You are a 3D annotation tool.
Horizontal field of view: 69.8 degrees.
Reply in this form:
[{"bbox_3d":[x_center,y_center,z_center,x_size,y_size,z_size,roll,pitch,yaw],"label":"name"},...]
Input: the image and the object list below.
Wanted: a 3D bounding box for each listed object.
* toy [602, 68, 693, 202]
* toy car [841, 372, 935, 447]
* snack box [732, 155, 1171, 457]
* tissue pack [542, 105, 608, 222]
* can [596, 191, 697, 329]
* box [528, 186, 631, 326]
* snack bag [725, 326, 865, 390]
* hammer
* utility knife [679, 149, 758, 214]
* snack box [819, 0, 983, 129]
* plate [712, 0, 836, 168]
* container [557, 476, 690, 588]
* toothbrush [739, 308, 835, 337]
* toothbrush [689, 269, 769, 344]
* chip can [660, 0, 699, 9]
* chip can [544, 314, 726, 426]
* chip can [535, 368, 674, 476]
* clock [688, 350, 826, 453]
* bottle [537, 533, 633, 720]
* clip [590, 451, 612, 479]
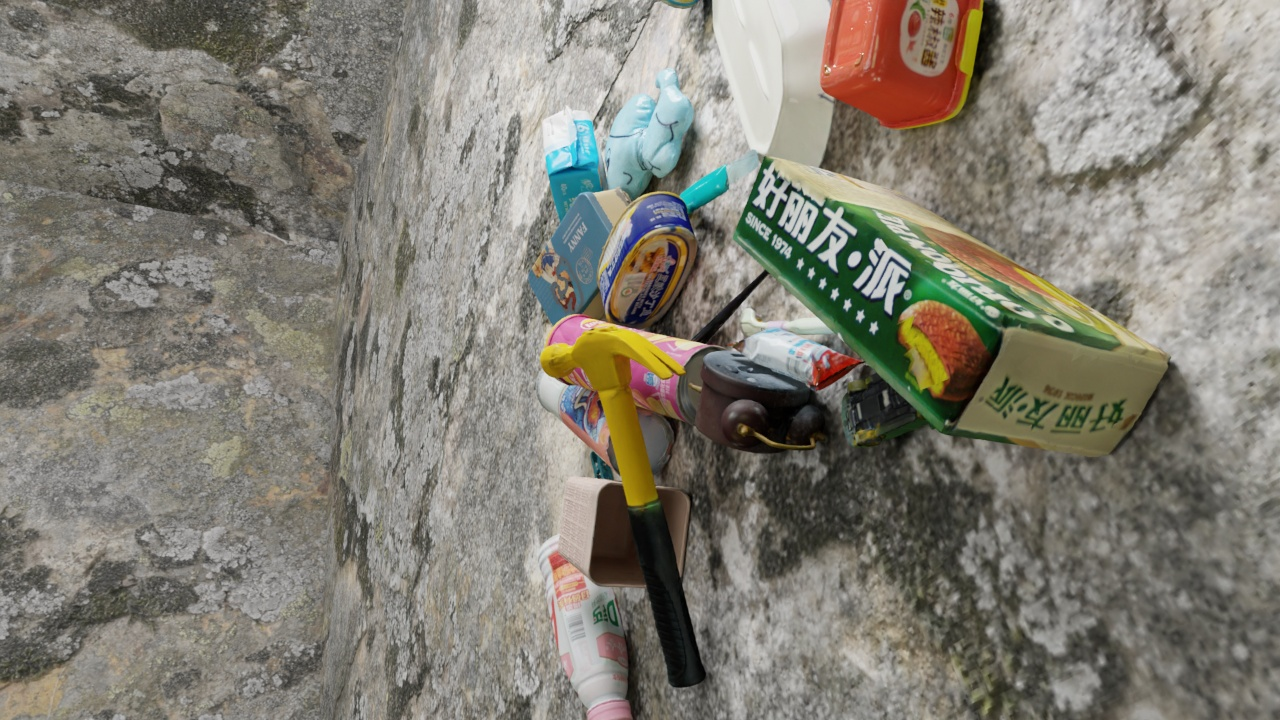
[{"bbox_3d":[0.001,-0.229,0.959,0.156,0.049,0.162,51,132,53],"label":"toy"},{"bbox_3d":[0.161,0.025,0.567,0.091,0.036,0.043,140,134,-55],"label":"toy car"},{"bbox_3d":[0.155,-0.041,0.512,0.063,0.114,0.240,-69,29,23],"label":"snack box"},{"bbox_3d":[-0.070,-0.209,1.043,0.140,0.063,0.089,80,180,-58],"label":"tissue pack"},{"bbox_3d":[0.004,-0.092,0.879,0.148,0.074,0.049,118,147,-47],"label":"can"},{"bbox_3d":[-0.052,-0.110,0.993,0.089,0.061,0.185,58,143,15],"label":"box"},{"bbox_3d":[0.110,-0.004,0.654,0.104,0.048,0.026,30,132,50],"label":"snack bag"},{"bbox_3d":[0.003,0.118,0.749,0.129,0.032,0.300,-12,93,41],"label":"hammer"},{"bbox_3d":[0.065,-0.152,0.806,0.216,0.013,0.029,176,94,-76],"label":"utility knife"},{"bbox_3d":[0.162,-0.202,0.585,0.082,0.080,0.091,12,93,65],"label":"snack box"},{"bbox_3d":[0.097,-0.258,0.726,0.162,0.034,0.265,100,163,-58],"label":"plate"},{"bbox_3d":[-0.021,0.154,0.848,0.111,0.089,0.090,178,99,-68],"label":"container"},{"bbox_3d":[0.130,-0.027,0.669,0.190,0.020,0.029,3,115,63],"label":"toothbrush"},{"bbox_3d":[0.081,-0.045,0.780,0.182,0.015,0.018,-45,52,50],"label":"toothbrush"},{"bbox_3d":[0.079,-0.412,0.834,0.211,0.071,0.071,-32,54,59],"label":"chip can"},{"bbox_3d":[-0.005,0.005,0.831,0.211,0.071,0.071,15,96,53],"label":"chip can"},{"bbox_3d":[-0.042,0.054,0.938,0.215,0.071,0.071,32,111,62],"label":"chip can"},{"bbox_3d":[0.086,0.034,0.669,0.122,0.082,0.055,-134,53,-60],"label":"clock"},{"bbox_3d":[-0.050,0.266,0.902,0.068,0.068,0.196,-59,38,39],"label":"bottle"},{"bbox_3d":[-0.042,0.114,0.986,0.043,0.014,0.056,-58,32,39],"label":"clip"}]
